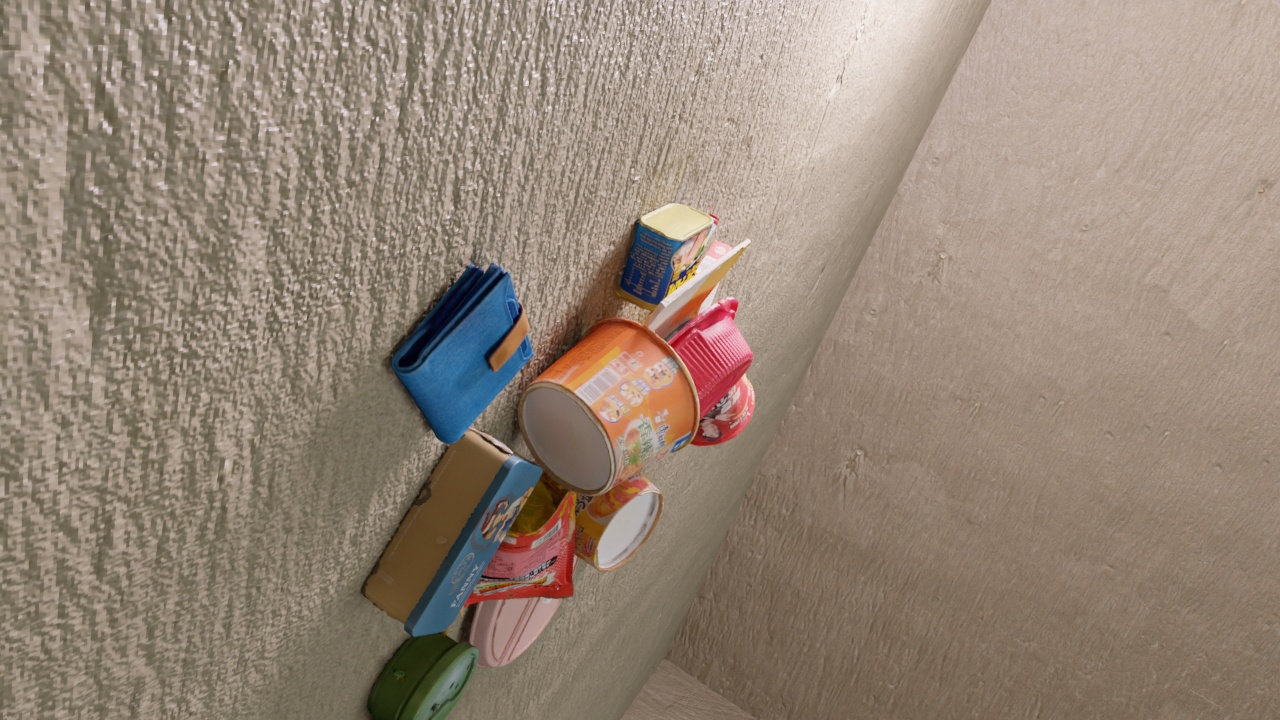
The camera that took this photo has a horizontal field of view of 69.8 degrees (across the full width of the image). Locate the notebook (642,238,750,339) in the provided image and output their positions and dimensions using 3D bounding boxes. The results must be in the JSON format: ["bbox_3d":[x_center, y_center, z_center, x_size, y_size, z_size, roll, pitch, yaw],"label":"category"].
[{"bbox_3d":[0.025,-0.036,0.953,0.145,0.010,0.207,-37,171,-37],"label":"notebook"}]

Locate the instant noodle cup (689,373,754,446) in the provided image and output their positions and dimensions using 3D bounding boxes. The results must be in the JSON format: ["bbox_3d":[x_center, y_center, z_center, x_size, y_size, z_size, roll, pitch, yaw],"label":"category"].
[{"bbox_3d":[0.087,0.035,1.263,0.137,0.138,0.109,-55,156,-21],"label":"instant noodle cup"}]

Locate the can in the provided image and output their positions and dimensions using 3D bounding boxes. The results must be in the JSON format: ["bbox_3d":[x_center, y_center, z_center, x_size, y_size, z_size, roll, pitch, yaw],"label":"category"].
[{"bbox_3d":[0.026,-0.107,0.937,0.101,0.057,0.083,-38,151,-55],"label":"can"}]

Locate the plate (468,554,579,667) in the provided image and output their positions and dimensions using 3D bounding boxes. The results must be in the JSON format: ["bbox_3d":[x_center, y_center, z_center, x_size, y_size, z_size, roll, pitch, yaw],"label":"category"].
[{"bbox_3d":[-0.132,0.275,1.130,0.228,0.028,0.230,-53,157,-35],"label":"plate"}]

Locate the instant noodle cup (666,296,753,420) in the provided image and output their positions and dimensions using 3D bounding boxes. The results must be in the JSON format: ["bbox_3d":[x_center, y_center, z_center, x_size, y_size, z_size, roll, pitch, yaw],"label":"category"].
[{"bbox_3d":[0.055,0.022,0.996,0.193,0.066,0.194,-42,169,-10],"label":"instant noodle cup"}]

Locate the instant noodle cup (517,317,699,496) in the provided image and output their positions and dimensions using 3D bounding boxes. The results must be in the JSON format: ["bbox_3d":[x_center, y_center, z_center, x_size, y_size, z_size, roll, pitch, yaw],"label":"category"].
[{"bbox_3d":[-0.036,0.049,0.866,0.111,0.151,0.152,-35,152,-41],"label":"instant noodle cup"}]

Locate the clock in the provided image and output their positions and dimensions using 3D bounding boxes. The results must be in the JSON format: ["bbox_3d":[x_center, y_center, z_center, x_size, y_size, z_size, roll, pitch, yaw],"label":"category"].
[{"bbox_3d":[-0.225,0.341,0.938,0.115,0.056,0.162,-39,154,-53],"label":"clock"}]

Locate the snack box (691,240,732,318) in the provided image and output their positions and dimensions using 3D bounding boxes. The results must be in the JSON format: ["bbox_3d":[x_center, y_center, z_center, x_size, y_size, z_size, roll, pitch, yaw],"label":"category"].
[{"bbox_3d":[0.073,-0.074,1.171,0.076,0.027,0.156,-56,170,-37],"label":"snack box"}]

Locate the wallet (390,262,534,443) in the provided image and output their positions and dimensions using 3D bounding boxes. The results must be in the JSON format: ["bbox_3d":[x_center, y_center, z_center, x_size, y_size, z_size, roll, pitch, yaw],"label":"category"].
[{"bbox_3d":[-0.125,-0.002,0.674,0.106,0.040,0.133,-50,163,-19],"label":"wallet"}]

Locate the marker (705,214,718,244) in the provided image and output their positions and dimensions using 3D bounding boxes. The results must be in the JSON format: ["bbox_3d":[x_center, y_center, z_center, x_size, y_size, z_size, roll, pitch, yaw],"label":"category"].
[{"bbox_3d":[0.053,-0.109,1.095,0.145,0.017,0.017,-61,165,-1],"label":"marker"}]

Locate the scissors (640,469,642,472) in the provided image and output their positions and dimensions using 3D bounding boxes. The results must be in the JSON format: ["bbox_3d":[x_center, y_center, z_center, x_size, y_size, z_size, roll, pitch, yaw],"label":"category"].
[{"bbox_3d":[-0.017,0.151,1.241,0.208,0.015,0.183,-59,-166,-25],"label":"scissors"}]

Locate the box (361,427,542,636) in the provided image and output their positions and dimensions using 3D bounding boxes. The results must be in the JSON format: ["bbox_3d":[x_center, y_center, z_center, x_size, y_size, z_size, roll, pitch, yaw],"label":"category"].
[{"bbox_3d":[-0.161,0.151,0.785,0.184,0.063,0.090,-61,164,-3],"label":"box"}]

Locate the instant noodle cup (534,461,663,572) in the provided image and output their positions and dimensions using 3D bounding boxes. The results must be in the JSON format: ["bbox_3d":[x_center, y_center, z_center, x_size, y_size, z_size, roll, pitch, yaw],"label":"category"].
[{"bbox_3d":[-0.049,0.159,1.013,0.137,0.110,0.138,-35,144,-31],"label":"instant noodle cup"}]

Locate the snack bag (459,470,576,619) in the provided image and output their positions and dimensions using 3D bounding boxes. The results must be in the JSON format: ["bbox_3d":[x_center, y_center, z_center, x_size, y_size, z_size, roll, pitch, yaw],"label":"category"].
[{"bbox_3d":[-0.125,0.196,0.935,0.128,0.073,0.208,-8,140,-16],"label":"snack bag"}]

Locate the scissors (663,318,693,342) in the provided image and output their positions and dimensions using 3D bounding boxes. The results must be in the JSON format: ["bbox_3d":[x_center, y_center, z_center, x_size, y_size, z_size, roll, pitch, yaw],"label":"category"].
[{"bbox_3d":[0.010,0.018,1.035,0.170,0.019,0.174,-44,167,6],"label":"scissors"}]
